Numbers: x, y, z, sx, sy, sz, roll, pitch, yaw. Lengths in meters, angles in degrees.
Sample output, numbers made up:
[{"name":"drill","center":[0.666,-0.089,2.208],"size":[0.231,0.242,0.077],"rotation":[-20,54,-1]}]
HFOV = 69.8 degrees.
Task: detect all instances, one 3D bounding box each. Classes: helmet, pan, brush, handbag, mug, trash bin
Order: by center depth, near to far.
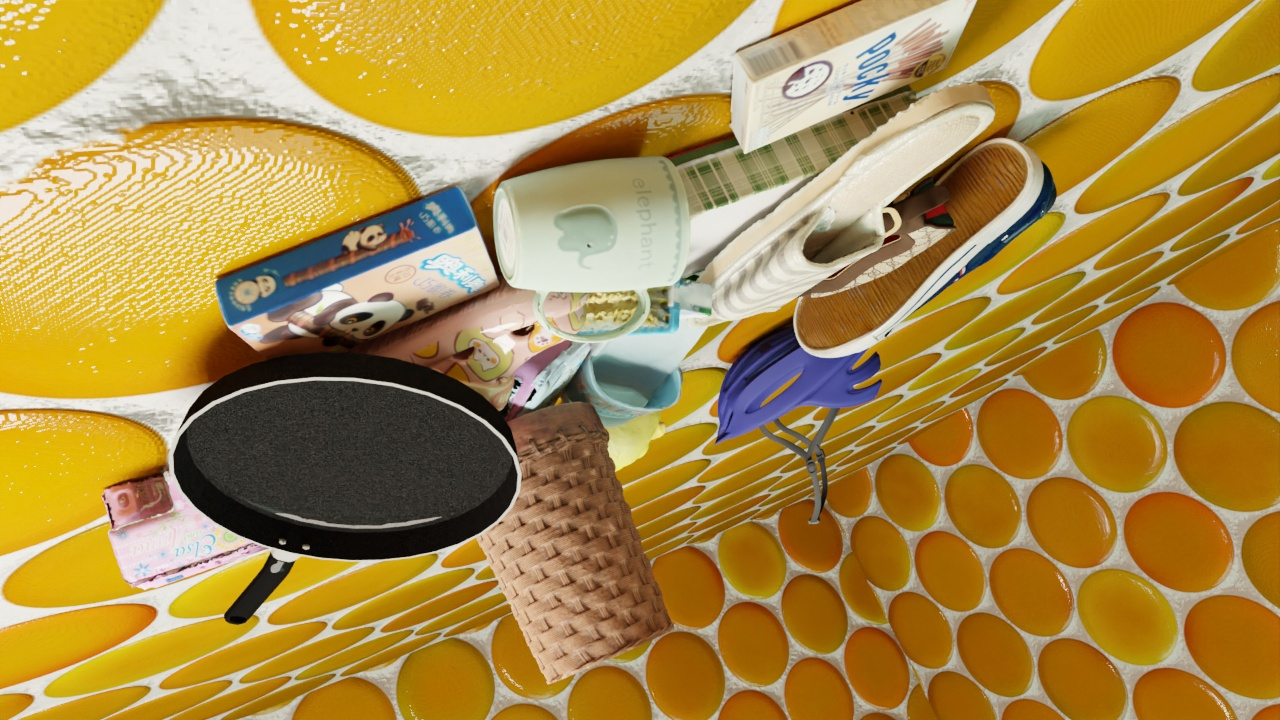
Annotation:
[{"name":"mug","center":[-0.032,-0.066,0.565],"size":[0.104,0.111,0.084],"rotation":[-9,-167,-20]},{"name":"pan","center":[-0.234,0.109,0.665],"size":[0.225,0.034,0.358],"rotation":[22,133,-30]},{"name":"brush","center":[-0.020,-0.044,0.681],"size":[0.136,0.055,0.075],"rotation":[-2,174,43]},{"name":"handbag","center":[0.197,-0.101,0.809],"size":[0.138,0.063,0.167],"rotation":[-27,178,-34]},{"name":"trash bin","center":[-0.068,0.163,0.813],"size":[0.151,0.210,0.151],"rotation":[-23,164,-7]},{"name":"helmet","center":[0.208,0.069,1.100],"size":[0.242,0.227,0.147],"rotation":[-28,173,14]}]

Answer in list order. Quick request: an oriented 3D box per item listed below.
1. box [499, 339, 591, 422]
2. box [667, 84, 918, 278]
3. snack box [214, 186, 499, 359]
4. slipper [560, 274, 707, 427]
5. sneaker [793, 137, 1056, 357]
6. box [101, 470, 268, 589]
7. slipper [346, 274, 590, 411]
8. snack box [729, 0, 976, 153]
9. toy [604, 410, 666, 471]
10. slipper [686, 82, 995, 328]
[{"name":"box","center":[-0.101,0.036,0.843],"size":[0.076,0.036,0.215],"rotation":[-48,178,-31]},{"name":"box","center":[0.104,-0.128,0.672],"size":[0.205,0.050,0.118],"rotation":[-21,165,-12]},{"name":"snack box","center":[-0.166,-0.046,0.560],"size":[0.151,0.034,0.087],"rotation":[-23,163,-7]},{"name":"slipper","center":[-0.005,0.005,0.835],"size":[0.104,0.074,0.246],"rotation":[8,148,-22]},{"name":"sneaker","center":[0.285,-0.099,0.921],"size":[0.127,0.120,0.295],"rotation":[12,139,-43]},{"name":"box","center":[-0.299,0.101,0.734],"size":[0.230,0.084,0.077],"rotation":[-17,159,-24]},{"name":"slipper","center":[-0.119,-0.003,0.642],"size":[0.197,0.081,0.093],"rotation":[-20,-160,9]},{"name":"snack box","center":[0.129,-0.186,0.569],"size":[0.150,0.026,0.082],"rotation":[-23,163,-3]},{"name":"toy","center":[-0.035,0.085,1.043],"size":[0.134,0.092,0.208],"rotation":[-22,166,0]},{"name":"slipper","center":[0.134,-0.093,0.651],"size":[0.114,0.054,0.274],"rotation":[-16,162,-49]}]
